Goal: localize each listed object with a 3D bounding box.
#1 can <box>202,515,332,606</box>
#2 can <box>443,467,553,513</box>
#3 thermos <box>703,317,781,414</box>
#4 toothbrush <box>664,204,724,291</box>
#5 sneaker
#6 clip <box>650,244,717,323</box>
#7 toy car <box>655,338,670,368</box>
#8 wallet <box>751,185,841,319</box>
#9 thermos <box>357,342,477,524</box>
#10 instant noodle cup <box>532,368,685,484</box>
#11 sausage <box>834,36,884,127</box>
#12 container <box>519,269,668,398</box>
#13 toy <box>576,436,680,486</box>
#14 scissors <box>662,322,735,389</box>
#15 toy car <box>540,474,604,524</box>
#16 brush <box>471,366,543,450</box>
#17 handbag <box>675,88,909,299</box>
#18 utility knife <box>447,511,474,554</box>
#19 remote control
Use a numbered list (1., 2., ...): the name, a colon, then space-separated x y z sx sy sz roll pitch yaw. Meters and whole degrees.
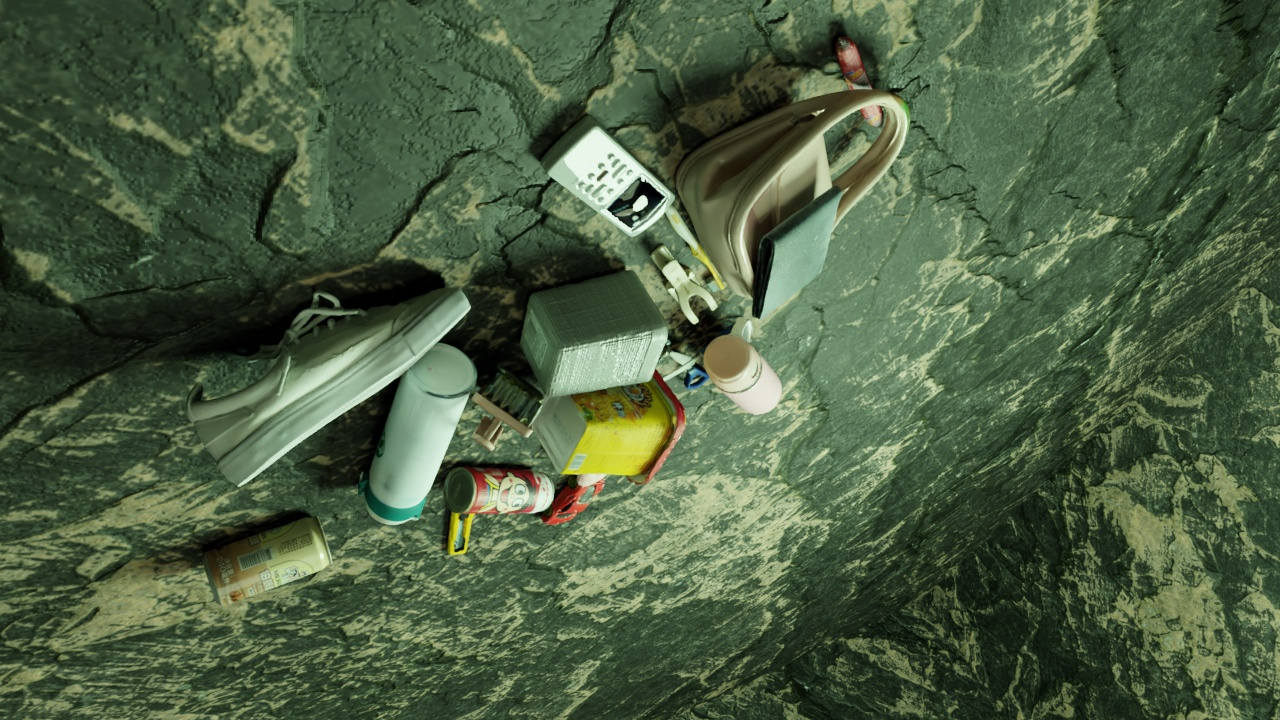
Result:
1. can: -0.385 0.206 0.949 0.116 0.058 0.059 -18 147 -25
2. can: -0.165 0.155 1.088 0.053 0.053 0.132 -47 147 23
3. thermos: 0.129 0.009 1.125 0.087 0.067 0.198 -71 158 -8
4. toothbrush: 0.054 -0.113 0.941 0.018 0.016 0.191 -29 152 10
5. sneaker: -0.255 -0.005 0.756 0.241 0.091 0.090 -39 -174 -27
6. clip: 0.050 -0.071 0.946 0.035 0.084 0.104 -35 162 4
7. toy car: -0.006 0.006 1.042 0.048 0.031 0.106 -4 138 -46
8. wallet: 0.150 -0.101 0.883 0.097 0.019 0.121 -36 152 -23
9. thermos: -0.227 0.081 0.910 0.073 0.073 0.225 -8 143 -37
10. instant noodle cup: -0.037 0.064 0.961 0.123 0.116 0.116 -1 133 -39
11. sausage: 0.207 -0.259 0.866 0.020 0.020 0.155 -39 150 11
12. container: -0.050 -0.023 0.901 0.114 0.090 0.090 -13 144 -27
13. toy: -0.018 0.103 1.153 0.159 0.054 0.121 -28 152 -5
14. scissors: 0.067 0.001 1.100 0.162 0.012 0.175 -38 160 -8
15. toy car: -0.092 0.190 1.237 0.049 0.031 0.106 9 133 -48
16. brush: -0.136 0.048 0.908 0.073 0.063 0.145 -56 -173 -2
17. handbag: 0.161 -0.175 0.891 0.234 0.093 0.193 -37 151 -2
18. utility knife: -0.222 0.204 1.146 0.033 0.015 0.154 -14 146 -25
19. remote control: -0.024 -0.155 0.797 0.058 0.021 0.150 -41 149 14
